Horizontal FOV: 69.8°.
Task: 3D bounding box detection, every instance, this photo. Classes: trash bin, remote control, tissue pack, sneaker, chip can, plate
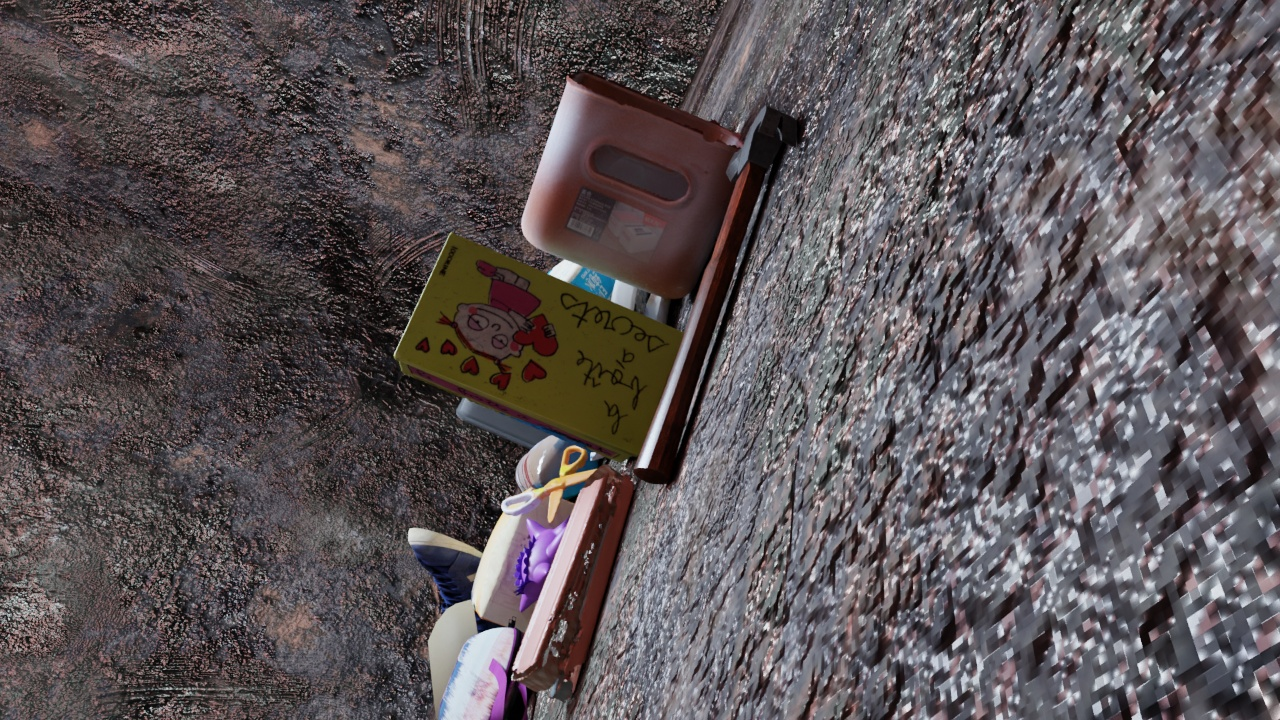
[{"bbox_3d":[-0.005,-0.178,0.910,0.259,0.181,0.157,-87,18,-70],"label":"trash bin"},{"bbox_3d":[-0.149,0.016,1.401,0.097,0.192,0.220,-83,18,-69],"label":"trash bin"},{"bbox_3d":[-0.012,-0.046,0.911,0.114,0.028,0.060,-81,-13,-49],"label":"remote control"},{"bbox_3d":[-0.087,-0.049,0.954,0.117,0.066,0.208,-33,14,29],"label":"tissue pack"},{"bbox_3d":[-0.229,0.303,1.145,0.233,0.091,0.118,51,-132,-53],"label":"sneaker"},{"bbox_3d":[-0.105,0.135,1.111,0.230,0.080,0.079,136,156,-73],"label":"chip can"},{"bbox_3d":[-0.006,0.006,0.996,0.186,0.016,0.187,-78,12,-59],"label":"plate"}]

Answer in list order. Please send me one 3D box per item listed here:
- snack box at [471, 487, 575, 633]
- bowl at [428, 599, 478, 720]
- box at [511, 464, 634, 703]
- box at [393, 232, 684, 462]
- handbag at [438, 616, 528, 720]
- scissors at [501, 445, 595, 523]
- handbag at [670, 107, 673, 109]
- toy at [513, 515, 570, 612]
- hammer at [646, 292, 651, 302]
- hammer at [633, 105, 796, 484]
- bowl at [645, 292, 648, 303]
[{"bbox_3d":[-0.137,0.226,1.038,0.195,0.080,0.145,133,158,-73],"label":"snack box"},{"bbox_3d":[-0.196,0.336,0.976,0.152,0.050,0.152,173,91,-75],"label":"bowl"},{"bbox_3d":[-0.048,0.156,0.680,0.060,0.058,0.186,74,-154,-43],"label":"box"},{"bbox_3d":[-0.085,-0.006,0.797,0.082,0.221,0.124,126,168,-74],"label":"box"},{"bbox_3d":[-0.132,0.312,0.825,0.144,0.068,0.170,-69,13,-11],"label":"handbag"},{"bbox_3d":[-0.087,0.127,0.932,0.130,0.011,0.125,-23,24,14],"label":"scissors"},{"bbox_3d":[0.029,-0.240,1.156,0.186,0.113,0.116,148,137,-79],"label":"handbag"},{"bbox_3d":[-0.093,0.194,0.888,0.106,0.056,0.087,-58,11,39],"label":"toy"},{"bbox_3d":[0.012,-0.091,1.157,0.126,0.029,0.324,-77,12,-57],"label":"hammer"},{"bbox_3d":[0.053,-0.053,0.652,0.111,0.028,0.300,125,166,-67],"label":"hammer"},{"bbox_3d":[-0.048,-0.074,1.126,0.163,0.070,0.162,-46,34,45],"label":"bowl"}]
